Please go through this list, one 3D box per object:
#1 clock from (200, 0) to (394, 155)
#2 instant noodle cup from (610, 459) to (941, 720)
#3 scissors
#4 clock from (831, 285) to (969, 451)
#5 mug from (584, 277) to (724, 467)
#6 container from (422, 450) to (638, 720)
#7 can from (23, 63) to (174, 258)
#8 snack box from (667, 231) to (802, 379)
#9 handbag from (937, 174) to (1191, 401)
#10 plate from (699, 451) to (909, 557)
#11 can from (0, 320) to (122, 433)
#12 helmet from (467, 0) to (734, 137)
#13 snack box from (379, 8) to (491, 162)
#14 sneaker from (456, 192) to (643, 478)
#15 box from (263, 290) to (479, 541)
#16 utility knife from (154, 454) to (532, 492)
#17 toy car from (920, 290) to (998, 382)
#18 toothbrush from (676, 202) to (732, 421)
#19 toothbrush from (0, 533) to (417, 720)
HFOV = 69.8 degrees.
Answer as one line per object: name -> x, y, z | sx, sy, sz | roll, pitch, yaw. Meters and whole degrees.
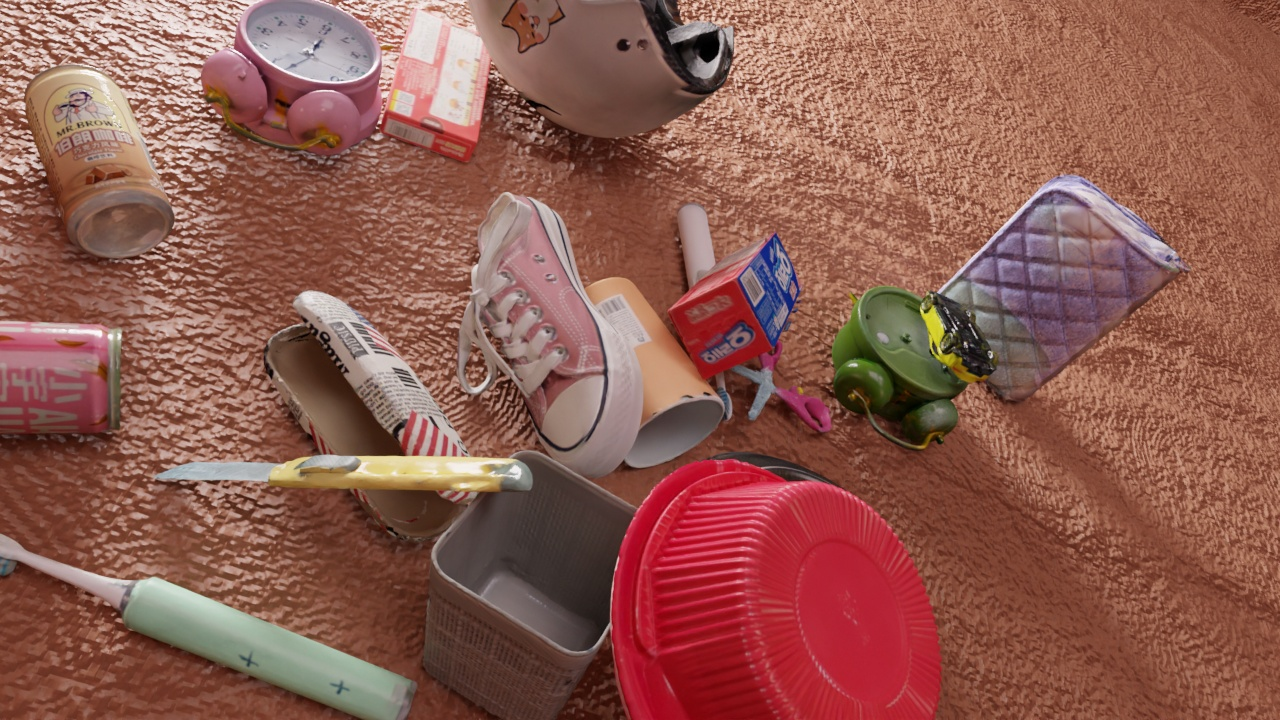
clock -> -0.254, -0.206, 0.681 | 0.117, 0.060, 0.158 | 21, 48, -13
instant noodle cup -> 0.080, 0.130, 0.445 | 0.193, 0.066, 0.193 | 21, 54, -32
scissors -> 0.101, 0.013, 0.725 | 0.133, 0.017, 0.130 | 25, 38, -31
clock -> 0.221, 0.008, 0.787 | 0.116, 0.056, 0.160 | 25, 46, -10
mug -> -0.004, 0.004, 0.649 | 0.078, 0.078, 0.122 | -8, 55, -35
container -> -0.057, 0.127, 0.478 | 0.090, 0.115, 0.090 | 29, 44, 9
can -> -0.334, -0.123, 0.565 | 0.058, 0.059, 0.116 | -15, 63, -38
snack box -> 0.078, -0.048, 0.688 | 0.057, 0.058, 0.207 | 61, 21, -8
handbag -> 0.368, -0.066, 0.836 | 0.134, 0.194, 0.075 | 46, 43, 10
plate -> 0.112, 0.116, 0.621 | 0.179, 0.024, 0.179 | 19, 30, -12
can -> -0.341, 0.008, 0.455 | 0.147, 0.058, 0.057 | 1, 54, -29
helmet -> -0.058, -0.302, 0.799 | 0.274, 0.157, 0.229 | 50, 28, 5
snack box -> -0.170, -0.236, 0.779 | 0.075, 0.026, 0.152 | 16, 48, -20
sneaker -> -0.076, -0.028, 0.609 | 0.087, 0.118, 0.240 | 17, 39, -42
box -> -0.149, 0.022, 0.540 | 0.163, 0.083, 0.075 | 49, 40, 16
utility knife -> -0.155, 0.060, 0.471 | 0.221, 0.022, 0.030 | -6, 19, 18
toy car -> 0.263, -0.020, 0.773 | 0.048, 0.032, 0.105 | 20, 35, -15
toothbrush -> 0.055, -0.044, 0.754 | 0.027, 0.026, 0.220 | -12, 53, 8
toothbrush -> -0.216, 0.130, 0.450 | 0.224, 0.027, 0.026 | 26, 10, -10
